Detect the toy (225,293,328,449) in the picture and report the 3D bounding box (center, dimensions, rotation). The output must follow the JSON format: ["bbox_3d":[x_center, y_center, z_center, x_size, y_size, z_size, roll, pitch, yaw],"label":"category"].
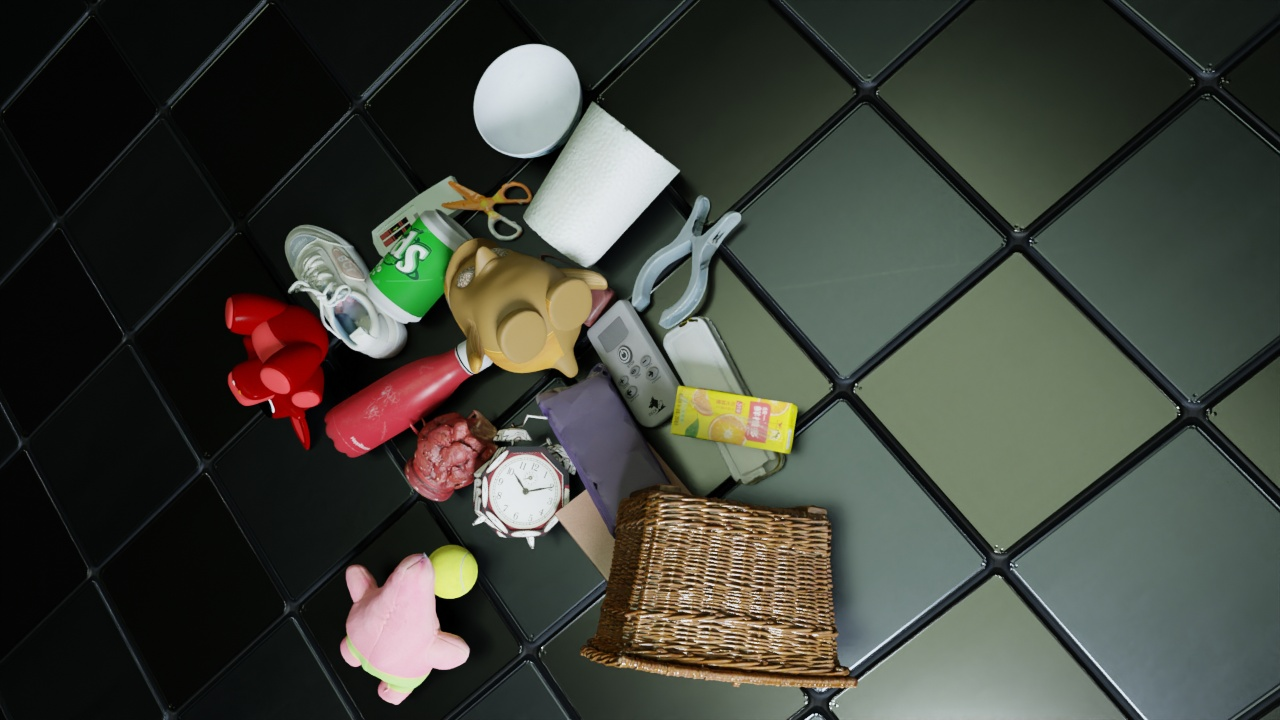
[{"bbox_3d":[-0.477,0.013,1.205,0.158,0.120,0.198,48,141,15],"label":"toy"}]

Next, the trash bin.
[{"bbox_3d":[-0.054,-0.207,1.114,0.133,0.133,0.161,42,102,18],"label":"trash bin"}]

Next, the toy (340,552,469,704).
[{"bbox_3d":[-0.295,0.315,1.122,0.192,0.096,0.237,34,123,12],"label":"toy"}]

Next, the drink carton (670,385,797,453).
[{"bbox_3d":[0.106,0.066,1.039,0.135,0.043,0.058,8,86,20],"label":"drink carton"}]

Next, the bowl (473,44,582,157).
[{"bbox_3d":[-0.132,-0.320,1.176,0.144,0.074,0.144,-2,83,18],"label":"bowl"}]

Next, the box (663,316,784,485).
[{"bbox_3d":[0.096,0.045,1.082,0.064,0.033,0.209,-31,74,14],"label":"box"}]

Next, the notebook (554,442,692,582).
[{"bbox_3d":[0.019,0.217,1.070,0.141,0.008,0.209,-37,73,-12],"label":"notebook"}]

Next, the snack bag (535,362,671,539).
[{"bbox_3d":[-0.036,0.105,1.077,0.096,0.058,0.205,-29,72,-9],"label":"snack bag"}]

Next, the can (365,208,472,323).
[{"bbox_3d":[-0.285,-0.122,1.195,0.140,0.087,0.088,-47,72,7],"label":"can"}]

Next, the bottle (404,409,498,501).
[{"bbox_3d":[-0.239,0.110,1.156,0.111,0.098,0.099,-46,72,18],"label":"bottle"}]

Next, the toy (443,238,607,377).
[{"bbox_3d":[-0.163,-0.076,1.115,0.198,0.163,0.203,-37,44,-22],"label":"toy"}]

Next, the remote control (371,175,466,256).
[{"bbox_3d":[-0.302,-0.191,1.242,0.143,0.024,0.049,-34,75,11],"label":"remote control"}]

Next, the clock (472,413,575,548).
[{"bbox_3d":[-0.140,0.140,1.115,0.114,0.065,0.154,26,74,-18],"label":"clock"}]

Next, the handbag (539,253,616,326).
[{"bbox_3d":[-0.087,-0.099,1.163,0.119,0.029,0.055,43,99,23],"label":"handbag"}]

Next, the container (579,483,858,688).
[{"bbox_3d":[0.080,0.234,0.957,0.249,0.162,0.183,10,75,-15],"label":"container"}]

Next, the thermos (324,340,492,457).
[{"bbox_3d":[-0.294,0.041,1.186,0.240,0.073,0.073,-30,75,11],"label":"thermos"}]

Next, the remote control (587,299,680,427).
[{"bbox_3d":[-0.007,0.007,1.110,0.074,0.019,0.151,-42,72,36],"label":"remote control"}]

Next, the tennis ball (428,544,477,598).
[{"bbox_3d":[-0.236,0.263,1.144,0.065,0.065,0.065,-2,83,17],"label":"tennis ball"}]

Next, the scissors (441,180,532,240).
[{"bbox_3d":[-0.207,-0.196,1.212,0.133,0.012,0.096,0,85,10],"label":"scissors"}]

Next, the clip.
[{"bbox_3d":[0.038,-0.130,1.120,0.127,0.028,0.167,30,89,36],"label":"clip"}]

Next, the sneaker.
[{"bbox_3d":[-0.413,-0.101,1.233,0.089,0.090,0.242,-45,72,9],"label":"sneaker"}]
